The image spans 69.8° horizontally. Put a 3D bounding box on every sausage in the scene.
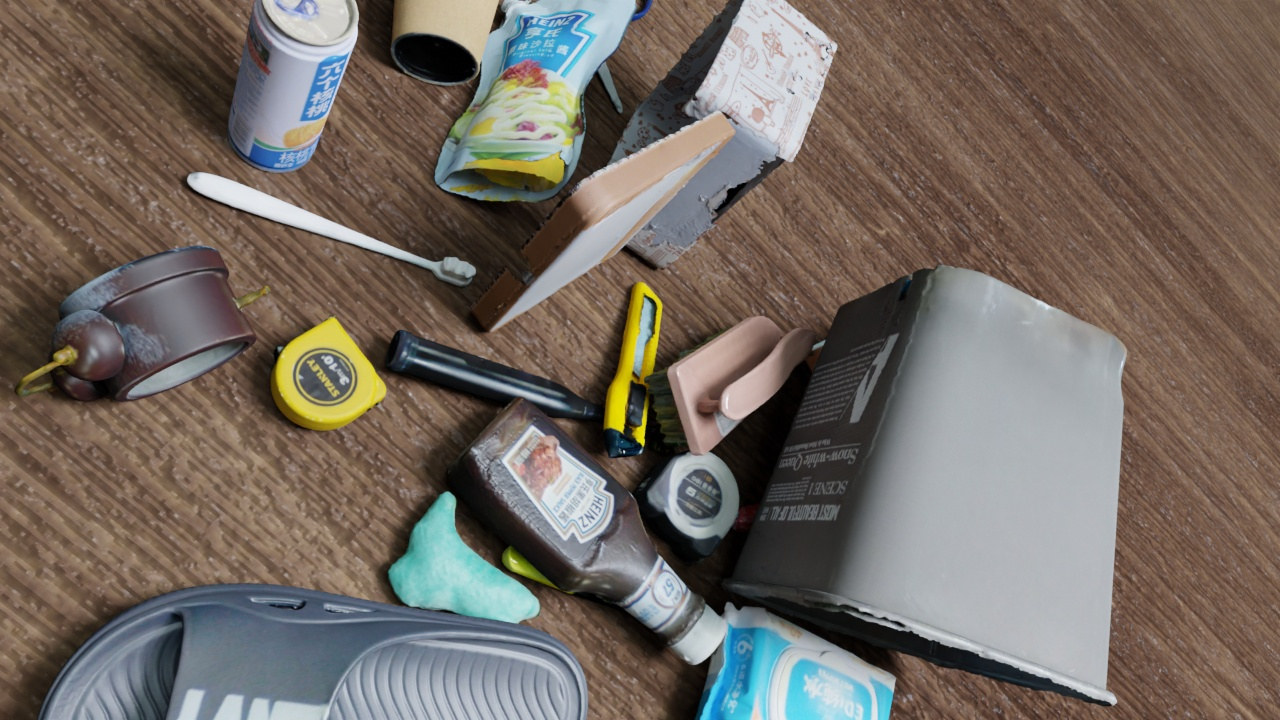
[{"bbox_3d":[0.127,0.111,0.686,0.155,0.020,0.020,-2,72,-32],"label":"sausage"}]

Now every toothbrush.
[{"bbox_3d":[-0.190,-0.082,0.578,0.180,0.016,0.016,19,60,-23],"label":"toothbrush"},{"bbox_3d":[-0.062,0.026,0.605,0.212,0.026,0.027,21,69,-27],"label":"toothbrush"}]

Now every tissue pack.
[{"bbox_3d":[0.100,0.224,0.596,0.140,0.063,0.089,30,58,-18],"label":"tissue pack"}]

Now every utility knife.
[{"bbox_3d":[-0.004,0.004,0.638,0.033,0.015,0.154,30,47,-25],"label":"utility knife"}]

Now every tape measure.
[{"bbox_3d":[-0.185,0.012,0.535,0.057,0.029,0.060,-39,93,-37],"label":"tape measure"},{"bbox_3d":[0.034,0.095,0.628,0.066,0.034,0.065,48,57,-8],"label":"tape measure"}]

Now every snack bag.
[{"bbox_3d":[-0.074,-0.198,0.656,0.039,0.110,0.190,55,42,-52],"label":"snack bag"}]

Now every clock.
[{"bbox_3d":[-0.257,-0.013,0.471,0.121,0.082,0.055,-30,94,-38],"label":"clock"}]

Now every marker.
[{"bbox_3d":[-0.032,0.144,0.582,0.124,0.015,0.018,27,50,-23],"label":"marker"}]

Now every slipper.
[{"bbox_3d":[-0.141,0.169,0.451,0.267,0.083,0.110,10,75,-24],"label":"slipper"}]

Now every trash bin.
[{"bbox_3d":[0.189,0.078,0.592,0.198,0.199,0.219,21,75,-14],"label":"trash bin"}]

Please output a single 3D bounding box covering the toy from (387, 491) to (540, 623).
[{"bbox_3d":[-0.104,0.138,0.532,0.092,0.030,0.096,35,64,-12],"label":"toy"}]

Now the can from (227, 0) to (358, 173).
[{"bbox_3d":[-0.203,-0.164,0.530,0.053,0.135,0.053,11,66,-27],"label":"can"}]

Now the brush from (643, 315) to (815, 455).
[{"bbox_3d":[0.070,0.010,0.648,0.145,0.073,0.063,-32,108,-49],"label":"brush"}]

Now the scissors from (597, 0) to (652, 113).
[{"bbox_3d":[-0.045,-0.282,0.748,0.162,0.012,0.176,-33,91,-35],"label":"scissors"}]

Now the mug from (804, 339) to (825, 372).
[{"bbox_3d":[0.187,0.033,0.721,0.078,0.078,0.122,-23,87,-35],"label":"mug"}]

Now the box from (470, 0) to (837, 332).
[{"bbox_3d":[0.011,-0.122,0.616,0.106,0.178,0.271,44,54,-8],"label":"box"}]

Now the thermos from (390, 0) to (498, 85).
[{"bbox_3d":[-0.135,-0.274,0.649,0.093,0.093,0.143,14,71,-25],"label":"thermos"}]

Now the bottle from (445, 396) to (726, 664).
[{"bbox_3d":[-0.028,0.111,0.567,0.195,0.044,0.079,44,41,-4],"label":"bottle"}]
